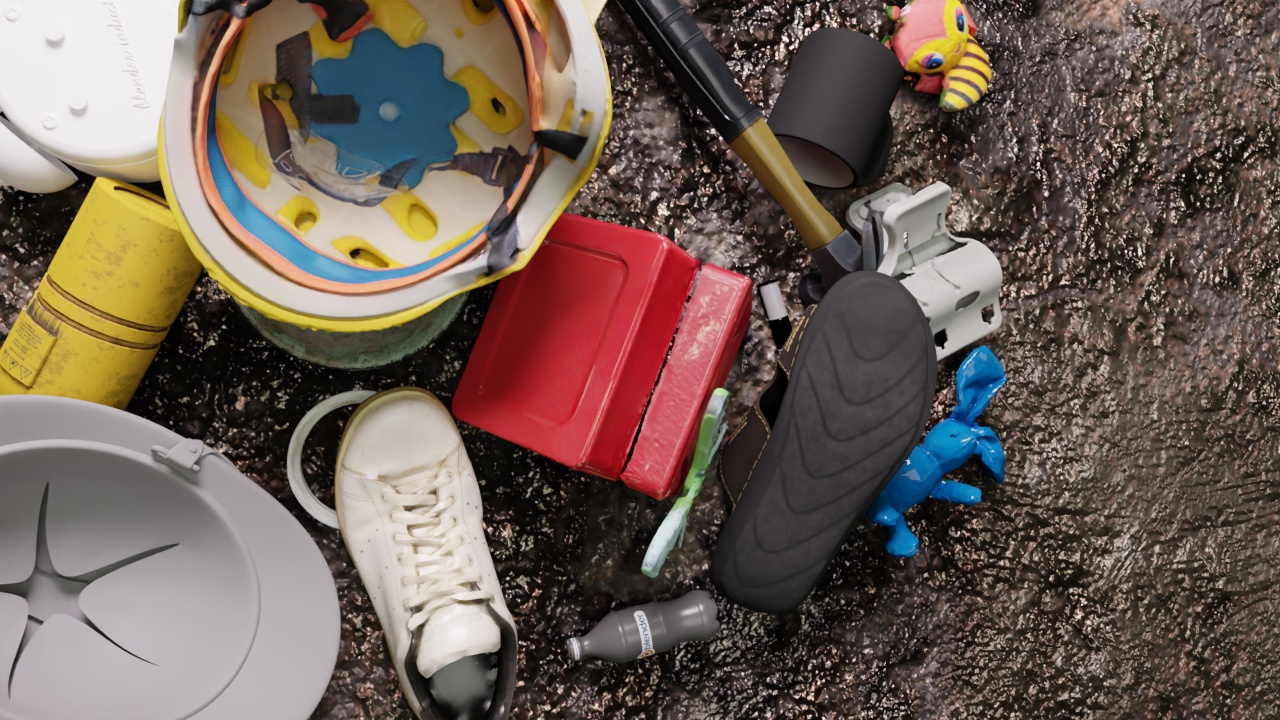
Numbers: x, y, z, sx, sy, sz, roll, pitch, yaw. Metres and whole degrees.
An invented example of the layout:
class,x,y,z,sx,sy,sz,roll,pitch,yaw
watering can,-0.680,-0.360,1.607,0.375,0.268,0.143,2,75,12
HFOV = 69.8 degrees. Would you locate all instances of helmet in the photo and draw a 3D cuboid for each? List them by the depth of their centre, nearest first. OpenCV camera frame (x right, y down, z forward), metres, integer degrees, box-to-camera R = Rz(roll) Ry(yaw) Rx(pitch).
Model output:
class,x,y,z,sx,sy,sz,roll,pitch,yaw
helmet,-0.139,-0.141,0.514,0.209,0.139,0.240,41,102,-19
helmet,-0.315,0.135,0.523,0.271,0.118,0.183,41,49,-34

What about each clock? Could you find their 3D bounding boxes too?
class,x,y,z,sx,sy,sz,roll,pitch,yaw
clock,-0.305,-0.170,0.526,0.161,0.073,0.125,-19,90,-9

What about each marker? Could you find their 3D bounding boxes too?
class,x,y,z,sx,sy,sz,roll,pitch,yaw
marker,0.117,0.007,0.699,0.016,0.016,0.140,-20,97,-16

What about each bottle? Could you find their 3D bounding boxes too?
class,x,y,z,sx,sy,sz,roll,pitch,yaw
bottle,-0.317,-0.017,0.528,0.071,0.071,0.164,30,96,-16
bottle,0.002,0.194,0.657,0.109,0.036,0.036,-10,94,-17

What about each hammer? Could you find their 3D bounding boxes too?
class,x,y,z,sx,sy,sz,roll,pitch,yaw
hammer,0.056,-0.181,0.635,0.025,0.118,0.333,-40,97,-18

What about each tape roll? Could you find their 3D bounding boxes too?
class,x,y,z,sx,sy,sz,roll,pitch,yaw
tape roll,-0.185,0.066,0.609,0.093,0.013,0.093,0,91,-17

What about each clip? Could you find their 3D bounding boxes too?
class,x,y,z,sx,sy,sz,roll,pitch,yaw
clip,0.215,-0.064,0.709,0.124,0.073,0.143,-28,106,-17

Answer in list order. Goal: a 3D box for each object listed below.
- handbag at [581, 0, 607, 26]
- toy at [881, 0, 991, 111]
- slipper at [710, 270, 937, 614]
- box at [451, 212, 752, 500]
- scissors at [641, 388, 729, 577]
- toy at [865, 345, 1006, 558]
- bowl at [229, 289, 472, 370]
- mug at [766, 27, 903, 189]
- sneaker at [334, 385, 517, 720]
class,x,y,z,sx,sy,sz,roll,pitch,yaw
handbag,-0.092,-0.231,0.594,0.119,0.081,0.111,26,106,-19
toy,0.232,-0.244,0.713,0.084,0.046,0.103,-47,107,-17
slipper,0.124,0.061,0.660,0.113,0.075,0.268,19,108,-3
box,-0.025,-0.006,0.613,0.168,0.154,0.157,22,85,4
scissors,0.033,0.085,0.615,0.022,0.172,0.173,16,47,10
toy,0.232,0.083,0.711,0.176,0.071,0.113,-42,105,-22
bowl,-0.185,-0.073,0.592,0.157,0.038,0.157,0,92,-17
mug,0.149,-0.175,0.679,0.113,0.078,0.088,30,82,-43
sneaker,-0.130,0.139,0.571,0.088,0.102,0.241,-15,103,-18
